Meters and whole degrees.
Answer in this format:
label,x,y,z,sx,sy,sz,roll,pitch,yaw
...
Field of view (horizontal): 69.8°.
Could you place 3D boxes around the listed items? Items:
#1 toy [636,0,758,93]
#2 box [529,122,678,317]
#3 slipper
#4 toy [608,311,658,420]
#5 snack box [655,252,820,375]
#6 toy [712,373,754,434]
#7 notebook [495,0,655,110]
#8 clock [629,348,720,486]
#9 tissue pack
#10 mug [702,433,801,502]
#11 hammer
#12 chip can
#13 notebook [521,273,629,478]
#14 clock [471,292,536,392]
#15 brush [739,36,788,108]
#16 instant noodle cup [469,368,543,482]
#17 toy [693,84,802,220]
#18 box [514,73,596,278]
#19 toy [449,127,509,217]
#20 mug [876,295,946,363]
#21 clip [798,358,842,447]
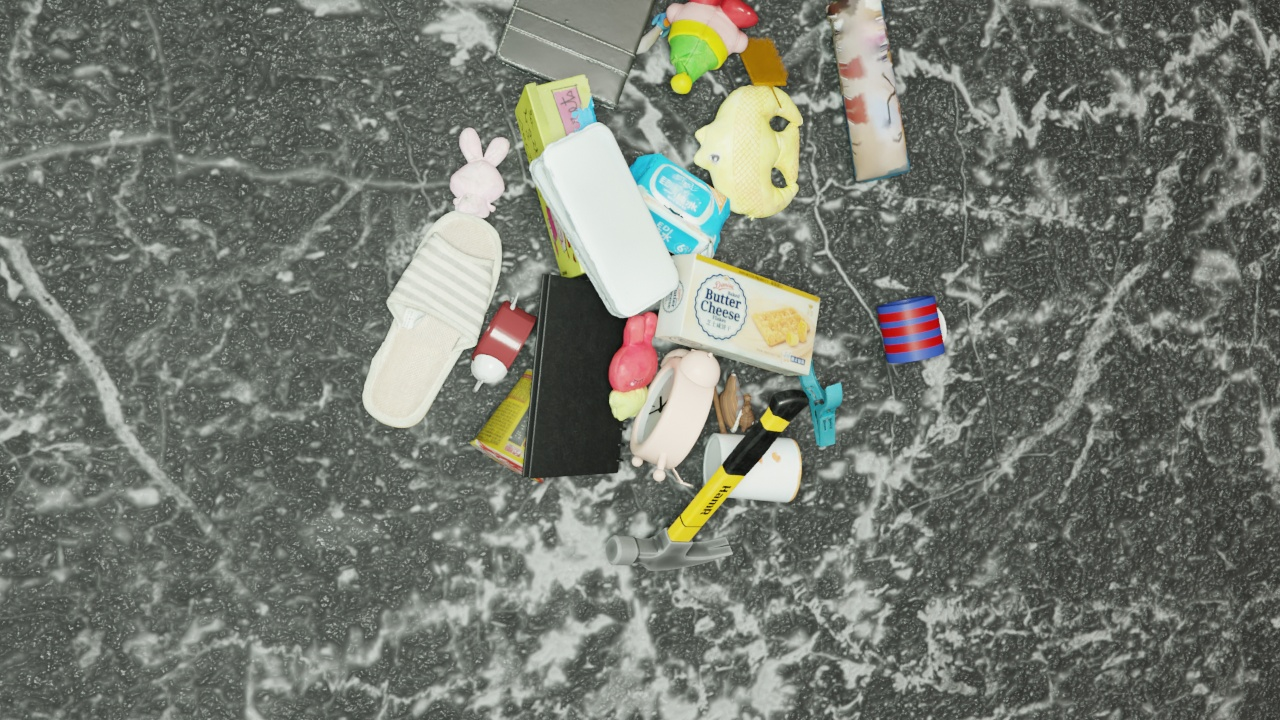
label,x,y,z,sx,sy,sz,roll,pitch,yaw
toy,0.066,-0.396,1.131,0.124,0.096,0.131,28,105,-6
box,-0.035,-0.151,1.013,0.118,0.063,0.213,-29,98,-15
slipper,-0.248,-0.048,1.092,0.114,0.054,0.272,23,88,-17
toy,-0.007,0.006,1.111,0.045,0.091,0.135,15,100,21
snack box,0.124,-0.054,1.133,0.207,0.058,0.104,16,82,-31
toy,0.115,0.050,1.180,0.055,0.041,0.102,-12,103,10
notebook,-0.071,-0.434,1.122,0.169,0.029,0.209,21,86,-7
clock,0.048,0.066,1.118,0.086,0.131,0.160,18,88,-13
tissue pack,0.040,-0.189,1.127,0.144,0.062,0.092,29,55,-9
mug,0.141,0.136,1.166,0.105,0.082,0.082,6,91,-12
hammer,0.098,0.148,1.082,0.169,0.034,0.325,9,132,-32
chip can,0.295,-0.351,1.186,0.079,0.080,0.229,-12,95,-12
notebook,-0.067,0.022,1.099,0.168,0.019,0.231,5,91,-52
clock,-0.168,-0.017,1.090,0.044,0.087,0.124,31,82,-11
brush,0.158,-0.361,1.146,0.048,0.017,0.126,-4,51,-13
instant noodle cup,-0.134,0.076,1.104,0.100,0.100,0.112,32,74,-12
toy,0.140,-0.264,1.164,0.154,0.065,0.170,-1,99,-24
box,-0.080,-0.213,1.086,0.079,0.124,0.221,-20,98,-14
toy,-0.193,-0.222,1.099,0.063,0.047,0.110,13,78,-16
mug,0.371,-0.045,1.223,0.111,0.075,0.076,-16,96,-38
clip,0.232,0.044,1.200,0.033,0.120,0.118,-20,63,-12
